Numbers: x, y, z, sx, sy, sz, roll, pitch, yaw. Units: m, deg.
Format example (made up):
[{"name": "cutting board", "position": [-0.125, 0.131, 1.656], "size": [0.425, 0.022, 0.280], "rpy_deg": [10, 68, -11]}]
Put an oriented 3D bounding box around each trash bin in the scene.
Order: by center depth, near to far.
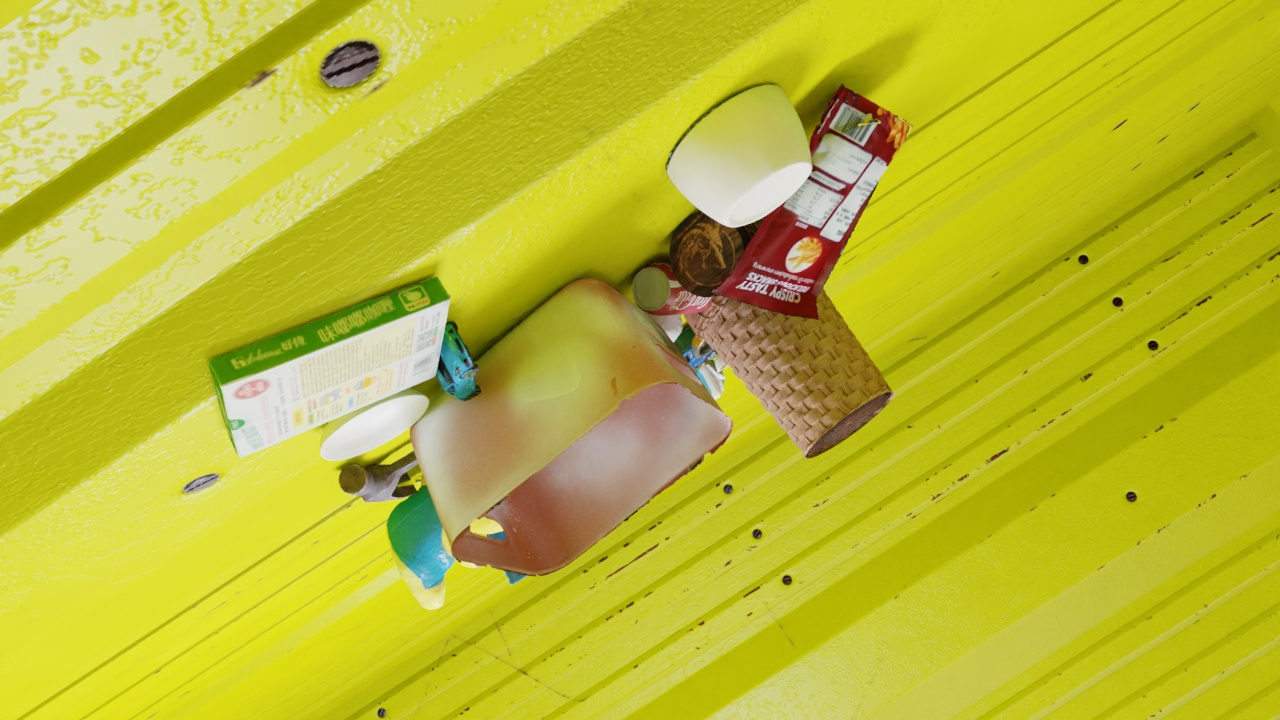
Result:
[{"name": "trash bin", "position": [-0.074, 0.066, 0.883], "size": [0.260, 0.157, 0.181], "rpy_deg": [-40, 147, 11]}, {"name": "trash bin", "position": [0.166, -0.012, 1.010], "size": [0.151, 0.210, 0.151], "rpy_deg": [-31, 161, -12]}]

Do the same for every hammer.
[{"name": "hammer", "position": [-0.165, 0.058, 0.997], "size": [0.314, 0.035, 0.138], "rpy_deg": [-33, 166, -2]}]

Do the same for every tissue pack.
[{"name": "tissue pack", "position": [0.023, 0.059, 1.288], "size": [0.209, 0.066, 0.117], "rpy_deg": [-26, -177, 7]}]

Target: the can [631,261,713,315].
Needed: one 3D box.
[{"name": "can", "position": [0.034, -0.074, 0.942], "size": [0.054, 0.054, 0.096], "rpy_deg": [-40, 165, 27]}]

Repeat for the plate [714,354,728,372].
[{"name": "plate", "position": [0.164, -0.064, 1.230], "size": [0.187, 0.016, 0.186], "rpy_deg": [-51, 173, 12]}]

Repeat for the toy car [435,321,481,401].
[{"name": "toy car", "position": [-0.162, 0.004, 0.789], "size": [0.032, 0.048, 0.105], "rpy_deg": [-25, 166, -17]}]

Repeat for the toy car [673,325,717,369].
[{"name": "toy car", "position": [0.055, -0.011, 1.212], "size": [0.120, 0.056, 0.043], "rpy_deg": [-37, 145, -6]}]

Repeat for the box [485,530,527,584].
[{"name": "box", "position": [-0.139, 0.234, 1.268], "size": [0.094, 0.112, 0.231], "rpy_deg": [-22, 172, 2]}]

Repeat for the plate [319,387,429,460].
[{"name": "plate", "position": [-0.241, 0.050, 0.816], "size": [0.104, 0.026, 0.104], "rpy_deg": [-32, 166, -9]}]

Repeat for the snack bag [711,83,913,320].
[{"name": "snack bag", "position": [0.163, -0.134, 0.827], "size": [0.138, 0.066, 0.208], "rpy_deg": [7, 114, -44]}]

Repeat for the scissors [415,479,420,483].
[{"name": "scissors", "position": [-0.197, 0.115, 1.140], "size": [0.146, 0.014, 0.142], "rpy_deg": [9, 117, -32]}]

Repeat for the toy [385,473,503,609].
[{"name": "toy", "position": [-0.207, 0.167, 1.065], "size": [0.214, 0.149, 0.084], "rpy_deg": [-40, 144, 8]}]

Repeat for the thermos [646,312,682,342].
[{"name": "thermos", "position": [-0.006, 0.006, 1.087], "size": [0.073, 0.073, 0.241], "rpy_deg": [-25, 164, -29]}]

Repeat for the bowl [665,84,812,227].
[{"name": "bowl", "position": [0.086, -0.158, 0.739], "size": [0.116, 0.065, 0.116], "rpy_deg": [-31, 167, -8]}]

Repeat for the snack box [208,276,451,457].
[{"name": "snack box", "position": [-0.228, 0.006, 0.689], "size": [0.167, 0.027, 0.132], "rpy_deg": [-25, 164, -27]}]

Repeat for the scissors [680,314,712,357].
[{"name": "scissors", "position": [0.098, -0.079, 1.095], "size": [0.228, 0.016, 0.226], "rpy_deg": [-9, 142, -45]}]

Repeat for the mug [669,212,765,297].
[{"name": "mug", "position": [0.100, -0.092, 0.897], "size": [0.080, 0.115, 0.107], "rpy_deg": [-45, 163, 30]}]
